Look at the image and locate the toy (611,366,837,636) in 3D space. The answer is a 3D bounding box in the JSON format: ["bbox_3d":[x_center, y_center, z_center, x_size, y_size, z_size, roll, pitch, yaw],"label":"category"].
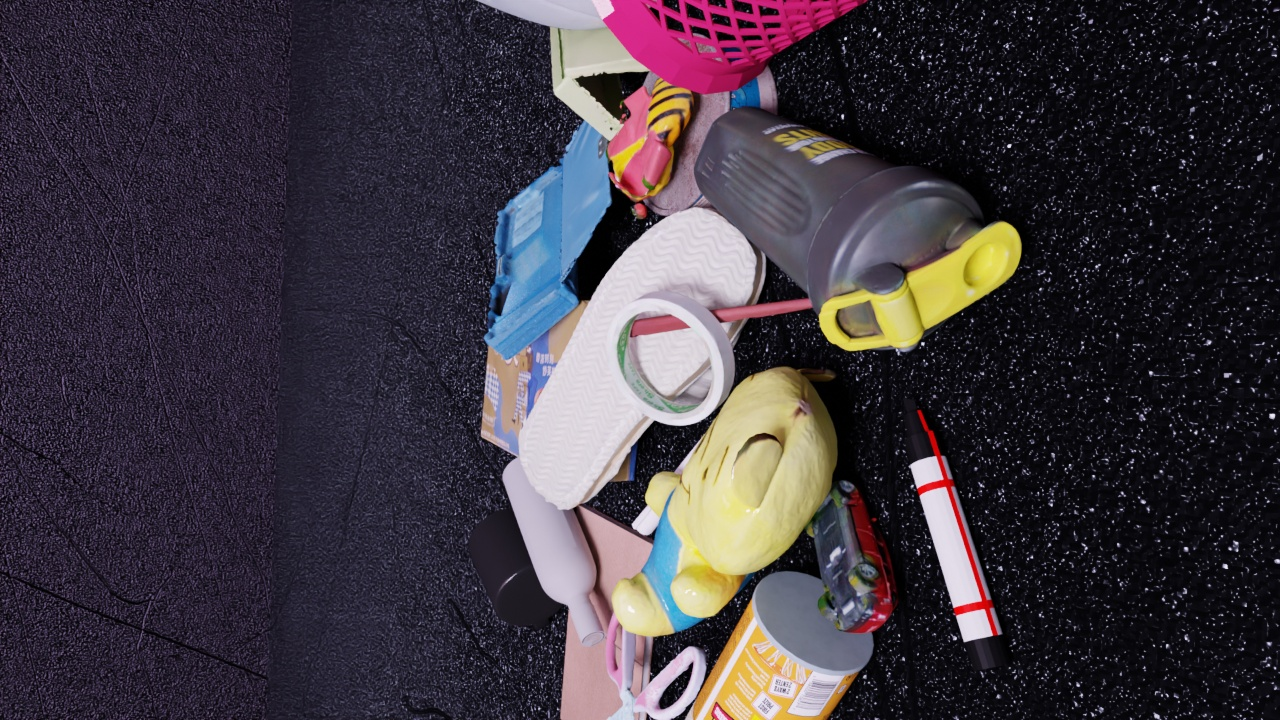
[{"bbox_3d":[0.058,0.089,0.577,0.215,0.084,0.148,-58,8,44],"label":"toy"}]

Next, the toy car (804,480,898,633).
[{"bbox_3d":[0.122,0.112,0.534,0.091,0.036,0.042,-100,29,-42],"label":"toy car"}]

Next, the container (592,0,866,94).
[{"bbox_3d":[0.099,-0.264,0.485,0.226,0.182,0.183,-4,85,52],"label":"container"}]

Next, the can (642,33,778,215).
[{"bbox_3d":[0.044,-0.170,0.679,0.130,0.044,0.130,-7,82,59],"label":"can"}]

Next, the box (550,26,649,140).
[{"bbox_3d":[-0.039,-0.254,0.755,0.187,0.077,0.091,-97,29,-50],"label":"box"}]

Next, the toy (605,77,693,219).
[{"bbox_3d":[0.004,-0.156,0.660,0.104,0.046,0.084,-61,26,31],"label":"toy"}]

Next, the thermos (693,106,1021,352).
[{"bbox_3d":[0.105,-0.083,0.527,0.220,0.098,0.098,52,132,53],"label":"thermos"}]

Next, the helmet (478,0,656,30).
[{"bbox_3d":[-0.023,-0.363,0.686,0.263,0.163,0.237,-90,24,-52],"label":"helmet"}]

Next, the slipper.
[{"bbox_3d":[-0.004,0.004,0.694,0.114,0.054,0.273,46,116,16],"label":"slipper"}]

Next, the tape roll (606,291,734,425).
[{"bbox_3d":[0.019,-0.001,0.623,0.094,0.018,0.094,17,122,29],"label":"tape roll"}]

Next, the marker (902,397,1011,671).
[{"bbox_3d":[0.163,0.087,0.485,0.019,0.019,0.145,-41,54,51],"label":"marker"}]

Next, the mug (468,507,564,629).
[{"bbox_3d":[-0.115,0.215,0.908,0.088,0.078,0.114,48,156,50],"label":"mug"}]

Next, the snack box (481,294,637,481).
[{"bbox_3d":[-0.075,0.015,0.846,0.203,0.069,0.155,15,100,59],"label":"snack box"}]

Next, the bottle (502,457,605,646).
[{"bbox_3d":[-0.074,0.170,0.831,0.195,0.052,0.053,60,137,43],"label":"bottle"}]

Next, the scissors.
[{"bbox_3d":[-0.002,0.243,0.690,0.173,0.013,0.170,-50,23,35],"label":"scissors"}]

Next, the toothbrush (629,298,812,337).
[{"bbox_3d":[0.067,-0.027,0.597,0.190,0.016,0.016,-5,92,38],"label":"toothbrush"}]

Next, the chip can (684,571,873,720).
[{"bbox_3d":[0.066,0.237,0.585,0.075,0.075,0.215,56,134,45],"label":"chip can"}]

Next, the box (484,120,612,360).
[{"bbox_3d":[-0.069,-0.124,0.807,0.177,0.047,0.231,-45,28,28],"label":"box"}]

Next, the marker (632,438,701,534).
[{"bbox_3d":[0.029,0.095,0.712,0.134,0.020,0.017,-57,46,41],"label":"marker"}]

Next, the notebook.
[{"bbox_3d":[-0.031,0.246,0.815,0.141,0.008,0.209,12,98,59],"label":"notebook"}]
